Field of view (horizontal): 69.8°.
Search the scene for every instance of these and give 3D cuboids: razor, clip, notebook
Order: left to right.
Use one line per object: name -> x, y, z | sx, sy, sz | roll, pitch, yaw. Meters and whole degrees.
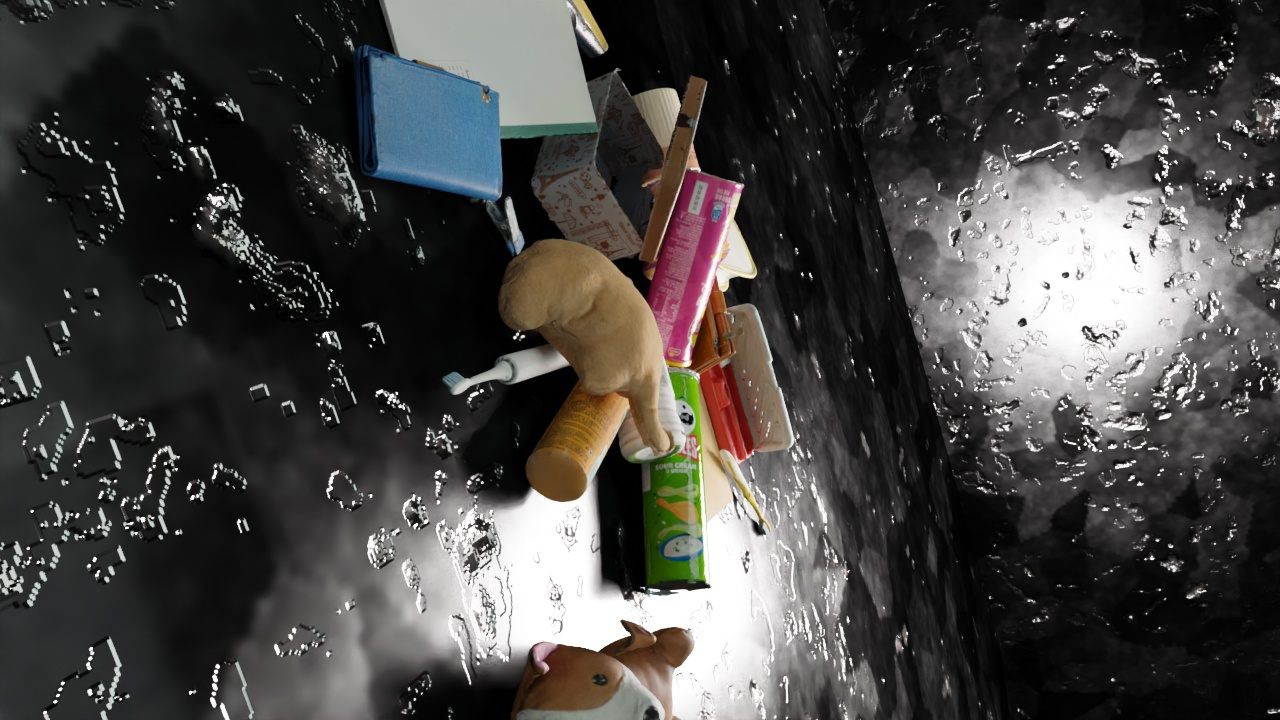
notebook -> -0.132, -0.275, 0.836 | 0.208, 0.012, 0.150 | -17, 93, -44
clip -> -0.121, -0.126, 0.854 | 0.024, 0.028, 0.057 | -69, 147, -48
razor -> -0.083, -0.405, 1.041 | 0.067, 0.062, 0.167 | -65, 149, -9
notebook -> 0.061, 0.094, 1.127 | 0.147, 0.008, 0.207 | -22, 97, -64

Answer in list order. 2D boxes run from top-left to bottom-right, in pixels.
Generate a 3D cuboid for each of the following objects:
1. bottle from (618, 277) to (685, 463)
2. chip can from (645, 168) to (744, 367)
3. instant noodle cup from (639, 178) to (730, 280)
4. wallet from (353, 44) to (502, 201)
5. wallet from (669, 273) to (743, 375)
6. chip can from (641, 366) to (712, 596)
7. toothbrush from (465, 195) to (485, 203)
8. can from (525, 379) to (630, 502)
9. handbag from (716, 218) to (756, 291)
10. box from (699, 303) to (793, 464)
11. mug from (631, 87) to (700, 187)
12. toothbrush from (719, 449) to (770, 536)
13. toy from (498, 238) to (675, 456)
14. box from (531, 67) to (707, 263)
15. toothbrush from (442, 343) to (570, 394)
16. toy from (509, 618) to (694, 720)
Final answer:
bottle -> -0.006, 0.006, 0.960 | 0.068, 0.068, 0.196 | 27, 46, -58
chip can -> 0.052, -0.102, 1.017 | 0.071, 0.071, 0.211 | -9, 118, -64
instant noodle cup -> 0.045, -0.164, 1.123 | 0.111, 0.112, 0.099 | 22, 49, -59
wallet -> -0.170, -0.190, 0.746 | 0.132, 0.040, 0.106 | 1, 83, -53
wallet -> 0.063, -0.051, 1.077 | 0.035, 0.119, 0.130 | 4, 67, -39
chip can -> 0.034, 0.128, 0.983 | 0.072, 0.072, 0.235 | 34, 48, -54
toothbrush -> -0.162, -0.243, 0.828 | 0.027, 0.026, 0.212 | -4, 81, -31
can -> -0.054, 0.066, 0.848 | 0.058, 0.058, 0.145 | 65, 27, -22
handbag -> 0.080, -0.188, 1.261 | 0.163, 0.063, 0.178 | 4, 64, -63
box -> 0.138, 0.029, 1.214 | 0.095, 0.100, 0.201 | -23, 97, -65
mug -> 0.021, -0.277, 1.168 | 0.114, 0.081, 0.106 | 180, -106, -89
toothbrush -> 0.140, 0.179, 1.225 | 0.191, 0.016, 0.018 | 59, 38, -40
toy -> -0.031, -0.018, 0.843 | 0.226, 0.083, 0.143 | 44, 46, -8
box -> 0.003, -0.209, 0.978 | 0.151, 0.169, 0.181 | 51, 35, -39
toothbrush -> -0.104, 0.004, 0.814 | 0.026, 0.027, 0.220 | 39, 22, 14
toy -> -0.026, 0.280, 0.735 | 0.199, 0.131, 0.140 | 17, 68, -50
